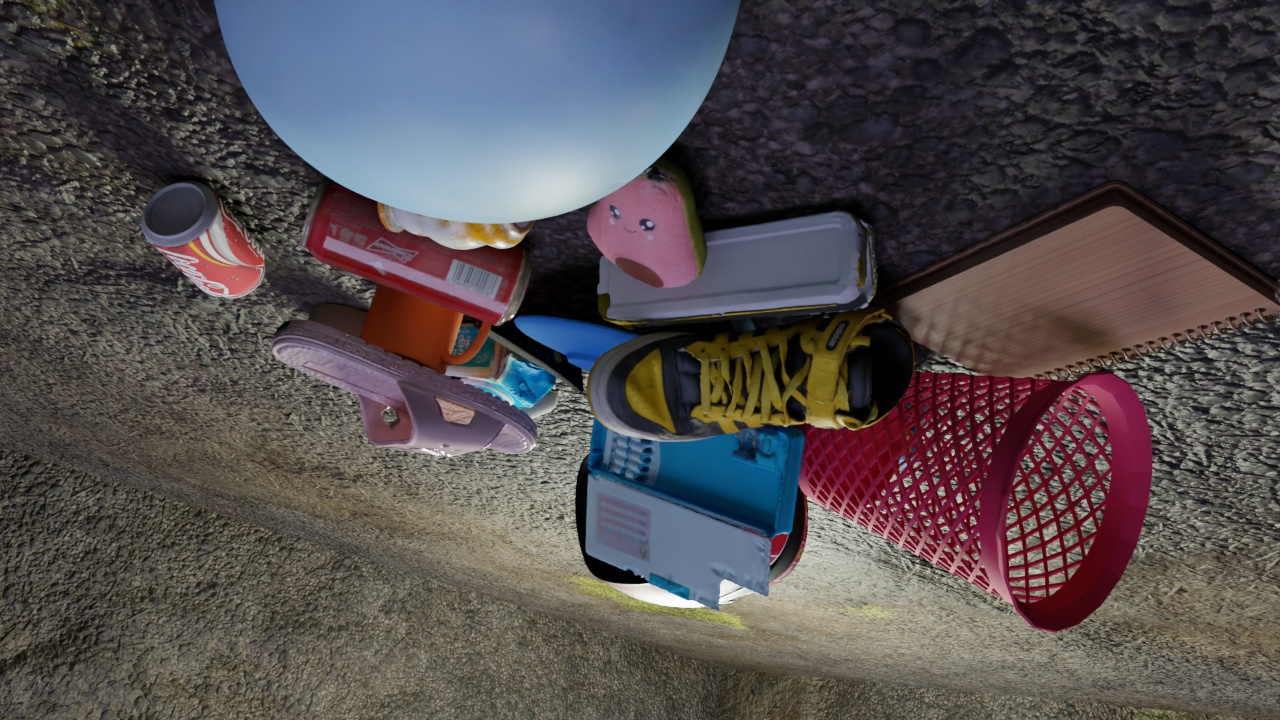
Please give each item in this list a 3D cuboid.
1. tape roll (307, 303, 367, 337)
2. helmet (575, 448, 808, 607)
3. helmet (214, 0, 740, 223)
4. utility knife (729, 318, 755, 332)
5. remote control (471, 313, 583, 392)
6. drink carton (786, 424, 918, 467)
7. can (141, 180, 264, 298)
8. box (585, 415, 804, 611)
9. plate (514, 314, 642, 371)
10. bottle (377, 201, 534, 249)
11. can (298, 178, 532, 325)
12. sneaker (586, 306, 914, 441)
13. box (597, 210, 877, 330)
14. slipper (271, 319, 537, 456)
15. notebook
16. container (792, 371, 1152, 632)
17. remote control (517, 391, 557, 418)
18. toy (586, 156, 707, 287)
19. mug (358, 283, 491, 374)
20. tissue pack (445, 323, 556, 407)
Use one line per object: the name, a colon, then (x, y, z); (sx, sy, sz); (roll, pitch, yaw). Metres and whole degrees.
tape roll: (-0.305, -0.024, 0.966); (0.094, 0.030, 0.094); (11, 157, 4)
helmet: (0.067, 0.159, 0.978); (0.272, 0.197, 0.224); (-19, 158, 36)
helmet: (-0.081, -0.148, 0.402); (0.225, 0.166, 0.266); (16, 168, -34)
utility knife: (0.084, -0.031, 0.771); (0.022, 0.015, 0.120); (5, 157, 22)
remote control: (-0.104, -0.013, 0.872); (0.020, 0.041, 0.152); (-30, 138, 23)
drink carton: (0.212, 0.077, 0.919); (0.129, 0.044, 0.039); (8, 157, 6)
can: (-0.368, -0.100, 0.781); (0.064, 0.064, 0.105); (9, 157, 9)
box: (0.037, 0.127, 0.837); (0.227, 0.182, 0.039); (14, -168, 42)
plate: (-0.005, 0.005, 0.808); (0.224, 0.024, 0.224); (15, 173, 2)
bottle: (-0.129, -0.109, 0.639); (0.109, 0.063, 0.063); (2, 155, 22)
can: (-0.172, -0.084, 0.714); (0.170, 0.067, 0.067); (20, 156, -18)
sneaker: (0.090, 0.014, 0.661); (0.238, 0.086, 0.122); (-11, -174, -23)
box: (0.064, -0.061, 0.652); (0.210, 0.065, 0.044); (-4, 170, 34)
slipper: (-0.201, 0.043, 0.776); (0.239, 0.064, 0.094); (29, 152, -30)
notebook: (0.292, -0.038, 0.639); (0.169, 0.022, 0.211); (23, 155, -21)
container: (0.243, 0.084, 0.726); (0.183, 0.183, 0.226); (29, 171, -35)
remote control: (-0.147, 0.053, 0.984); (0.060, 0.025, 0.138); (4, -169, 26)
toy: (0.003, -0.095, 0.611); (0.090, 0.051, 0.110); (31, 151, 21)
mug: (-0.181, -0.035, 0.794); (0.113, 0.095, 0.078); (4, 156, 19)
tissue pack: (-0.165, 0.007, 0.925); (0.145, 0.061, 0.093); (2, 156, 26)
